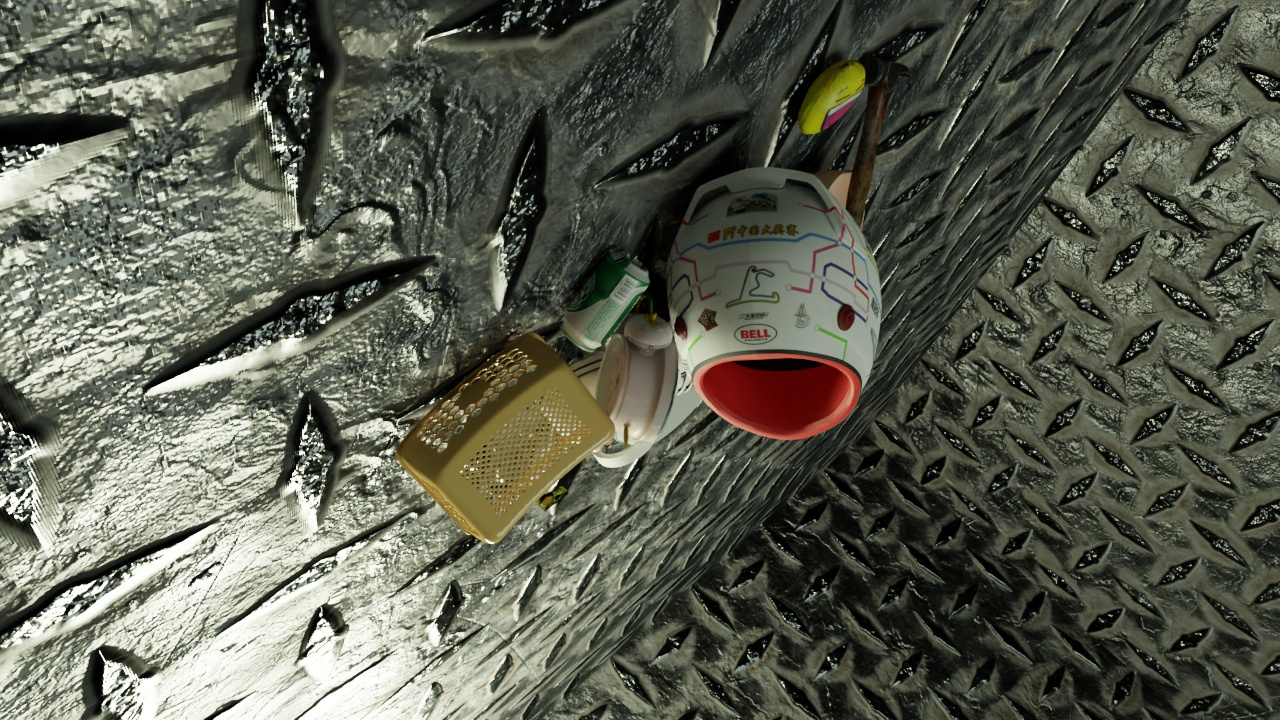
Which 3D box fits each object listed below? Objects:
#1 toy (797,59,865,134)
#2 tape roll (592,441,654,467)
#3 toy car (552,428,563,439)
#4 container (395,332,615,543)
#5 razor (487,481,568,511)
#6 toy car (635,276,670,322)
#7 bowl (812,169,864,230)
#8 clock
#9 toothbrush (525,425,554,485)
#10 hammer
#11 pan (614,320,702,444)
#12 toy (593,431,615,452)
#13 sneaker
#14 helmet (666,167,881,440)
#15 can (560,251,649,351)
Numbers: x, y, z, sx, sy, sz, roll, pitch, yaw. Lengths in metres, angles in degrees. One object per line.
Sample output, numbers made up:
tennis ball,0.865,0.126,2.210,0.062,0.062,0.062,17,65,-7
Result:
toy,0.209,-0.289,1.010,0.095,0.041,0.094,-35,164,-31
tape roll,-0.023,0.105,1.250,0.094,0.094,0.019,-41,122,-17
toy car,-0.071,0.071,1.156,0.089,0.025,0.038,-43,162,6
container,-0.136,0.071,0.903,0.183,0.129,0.167,-42,-158,-13
razor,-0.149,0.173,1.181,0.044,0.021,0.144,-40,149,15
toy car,0.017,-0.061,1.071,0.042,0.036,0.092,-39,160,-19
bowl,0.221,-0.176,1.179,0.152,0.076,0.153,-31,132,-43
clock,-0.004,0.007,0.964,0.117,0.058,0.158,-160,-99,-73
toothbrush,-0.124,0.121,1.164,0.018,0.019,0.188,-13,147,-27
hammer,0.273,-0.202,1.141,0.119,0.033,0.331,-18,122,-52
pan,0.043,0.023,1.297,0.200,0.051,0.357,-40,163,-17
toy,-0.035,0.070,1.211,0.108,0.041,0.096,-49,147,-14
sneaker,0.005,0.040,1.086,0.244,0.097,0.091,-15,143,-35
helmet,0.150,-0.071,1.028,0.314,0.231,0.235,57,34,-60
can,-0.035,-0.061,0.933,0.101,0.053,0.053,-52,160,16
